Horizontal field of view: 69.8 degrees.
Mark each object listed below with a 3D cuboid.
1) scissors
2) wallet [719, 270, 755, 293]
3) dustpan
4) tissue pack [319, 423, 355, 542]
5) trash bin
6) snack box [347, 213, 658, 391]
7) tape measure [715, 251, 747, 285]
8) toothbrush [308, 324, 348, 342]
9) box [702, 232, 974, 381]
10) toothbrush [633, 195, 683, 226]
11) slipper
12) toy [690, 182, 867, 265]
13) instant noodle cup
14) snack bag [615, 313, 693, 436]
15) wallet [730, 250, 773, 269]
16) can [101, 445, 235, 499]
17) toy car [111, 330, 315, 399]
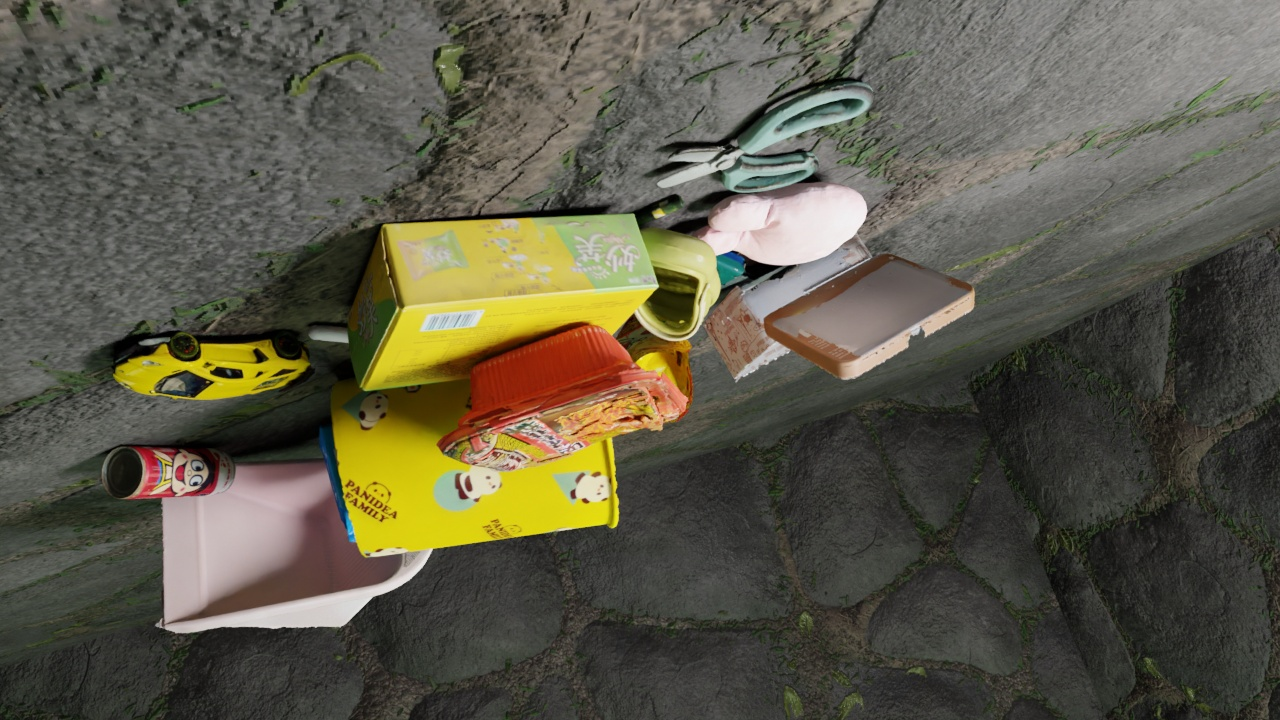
[{"bbox_3d":[0.096,-0.158,0.714,0.172,0.019,0.179,-22,169,8],"label":"scissors"},{"bbox_3d":[0.070,-0.078,0.991,0.097,0.019,0.120,-16,178,14],"label":"wallet"},{"bbox_3d":[-0.382,0.184,1.037,0.273,0.222,0.139,23,118,-44],"label":"dustpan"},{"bbox_3d":[-0.312,0.128,1.060,0.094,0.157,0.052,-14,150,-20],"label":"tissue pack"},{"bbox_3d":[-0.172,0.087,0.958,0.255,0.229,0.230,-11,167,-10],"label":"trash bin"},{"bbox_3d":[-0.114,-0.045,0.731,0.209,0.070,0.158,-8,161,-30],"label":"snack box"},{"bbox_3d":[0.067,-0.092,0.897,0.058,0.025,0.055,22,153,-23],"label":"tape measure"},{"bbox_3d":[-0.221,-0.022,0.841,0.029,0.021,0.188,12,-174,34],"label":"toothbrush"},{"bbox_3d":[0.198,-0.058,0.981,0.178,0.124,0.274,-27,-167,-19],"label":"box"},{"bbox_3d":[-0.049,-0.097,0.776,0.186,0.012,0.017,-22,151,13],"label":"toothbrush"},{"bbox_3d":[0.022,-0.061,0.827,0.091,0.081,0.190,17,171,5],"label":"slipper"},{"bbox_3d":[0.123,-0.123,0.830,0.159,0.054,0.122,-3,160,-25],"label":"toy"},{"bbox_3d":[-0.063,0.032,0.767,0.189,0.079,0.164,-18,164,7],"label":"instant noodle cup"},{"bbox_3d":[-0.006,0.006,0.945,0.128,0.073,0.208,-54,-162,4],"label":"snack bag"},{"bbox_3d":[0.123,-0.114,0.955,0.122,0.020,0.097,-11,170,-36],"label":"wallet"},{"bbox_3d":[-0.494,0.118,0.970,0.053,0.053,0.132,-22,168,13],"label":"can"},{"bbox_3d":[-0.341,0.007,0.737,0.071,0.041,0.155,-27,164,33],"label":"toy car"}]
